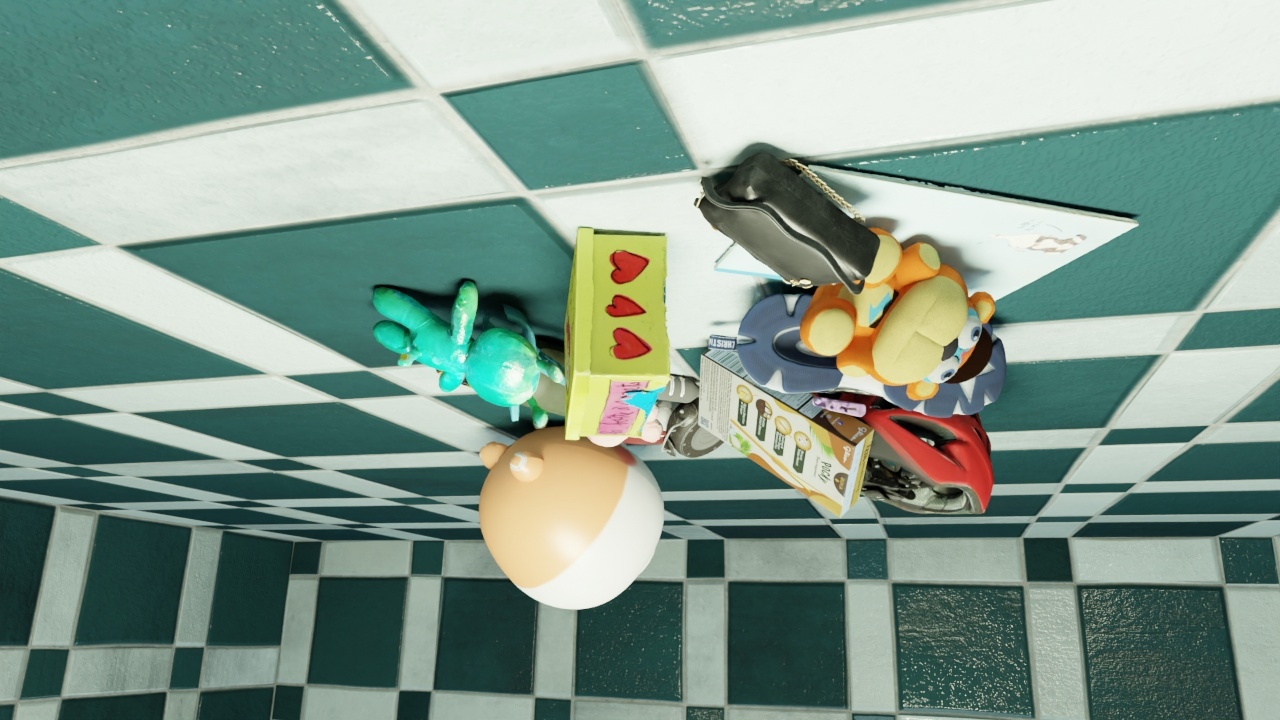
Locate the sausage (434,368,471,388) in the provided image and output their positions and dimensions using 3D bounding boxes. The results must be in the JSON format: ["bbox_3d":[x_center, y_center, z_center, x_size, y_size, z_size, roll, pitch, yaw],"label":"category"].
[{"bbox_3d":[-0.195,0.026,1.093,0.020,0.020,0.155,-7,161,27],"label":"sausage"}]

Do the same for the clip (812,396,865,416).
[{"bbox_3d":[0.181,0.041,0.848,0.045,0.014,0.050,13,-177,40],"label":"clip"}]

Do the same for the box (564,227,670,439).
[{"bbox_3d":[-0.026,-0.013,0.776,0.080,0.124,0.221,0,165,-4],"label":"box"}]

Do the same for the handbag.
[{"bbox_3d":[0.092,-0.084,0.603,0.128,0.054,0.079,32,157,-21],"label":"handbag"}]

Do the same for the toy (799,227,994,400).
[{"bbox_3d":[0.199,-0.031,0.695,0.175,0.112,0.096,16,-161,-41],"label":"toy"}]

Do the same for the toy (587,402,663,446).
[{"bbox_3d":[-0.025,0.066,1.107,0.105,0.053,0.108,5,134,15],"label":"toy"}]

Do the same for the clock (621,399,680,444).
[{"bbox_3d":[0.004,0.076,1.196,0.096,0.048,0.138,4,165,-9],"label":"clock"}]

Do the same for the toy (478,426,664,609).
[{"bbox_3d":[-0.106,0.215,1.342,0.280,0.265,0.263,43,161,-24],"label":"toy"}]

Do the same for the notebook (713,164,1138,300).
[{"bbox_3d":[0.205,-0.086,0.697,0.253,0.009,0.181,6,163,-14],"label":"notebook"}]

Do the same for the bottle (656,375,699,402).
[{"bbox_3d":[0.041,0.033,1.079,0.113,0.030,0.030,9,162,-23],"label":"bottle"}]

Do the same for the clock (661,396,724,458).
[{"bbox_3d":[0.070,0.077,1.135,0.122,0.043,0.091,-6,134,-36],"label":"clock"}]

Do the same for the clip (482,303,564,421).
[{"bbox_3d":[-0.123,0.002,0.883,0.103,0.027,0.120,-25,127,-5],"label":"clip"}]

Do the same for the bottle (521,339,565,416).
[{"bbox_3d":[-0.093,0.019,0.973,0.072,0.071,0.206,-13,158,40],"label":"bottle"}]

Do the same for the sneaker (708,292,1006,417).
[{"bbox_3d":[0.202,-0.006,0.860,0.269,0.103,0.132,6,178,-12],"label":"sneaker"}]

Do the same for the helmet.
[{"bbox_3d":[0.276,0.093,1.007,0.218,0.166,0.272,9,160,35],"label":"helmet"}]

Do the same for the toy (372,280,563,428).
[{"bbox_3d":[-0.158,-0.003,0.823,0.193,0.072,0.131,22,133,7],"label":"toy"}]

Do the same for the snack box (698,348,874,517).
[{"bbox_3d":[0.139,0.066,0.920,0.186,0.031,0.101,33,141,32],"label":"snack box"}]
